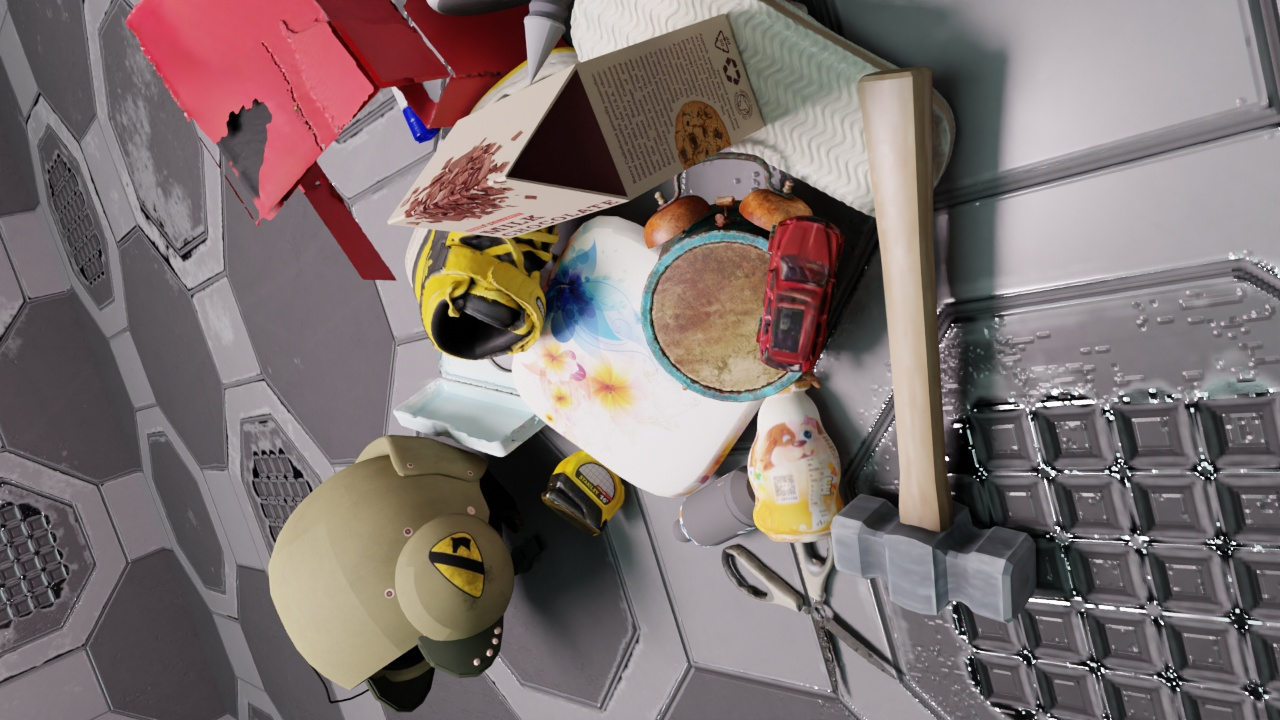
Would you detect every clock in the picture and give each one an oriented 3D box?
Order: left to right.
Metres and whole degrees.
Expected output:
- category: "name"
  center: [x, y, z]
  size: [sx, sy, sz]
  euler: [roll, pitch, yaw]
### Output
- category: "clock"
  center: [0.061, -0.056, 0.589]
  size: [0.121, 0.073, 0.158]
  euler: [-2, 114, 18]

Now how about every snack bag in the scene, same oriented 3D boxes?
- category: "snack bag"
  center: [-0.033, -0.119, 0.498]
  size: [0.095, 0.205, 0.070]
  euler: [-8, 111, 43]

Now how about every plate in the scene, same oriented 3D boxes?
- category: "plate"
  center: [-0.004, 0.004, 0.686]
  size: [0.187, 0.016, 0.187]
  euler: [35, 118, 8]

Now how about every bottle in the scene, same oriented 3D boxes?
- category: "bottle"
  center: [0.062, 0.117, 0.712]
  size: [0.113, 0.046, 0.047]
  euler: [-39, 78, 49]
- category: "bottle"
  center: [0.105, 0.068, 0.630]
  size: [0.063, 0.063, 0.109]
  euler: [-6, 88, 49]

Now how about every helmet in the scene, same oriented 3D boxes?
- category: "helmet"
  center: [-0.211, 0.188, 0.867]
  size: [0.233, 0.254, 0.251]
  euler: [56, 138, 8]

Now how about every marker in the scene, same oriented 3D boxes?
- category: "marker"
  center: [-0.230, -0.273, 0.870]
  size: [0.133, 0.023, 0.027]
  euler: [66, 162, 1]

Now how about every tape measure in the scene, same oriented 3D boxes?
- category: "tape measure"
  center: [-0.048, 0.114, 0.819]
  size: [0.065, 0.064, 0.037]
  euler: [38, 151, -15]

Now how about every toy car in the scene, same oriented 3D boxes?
- category: "toy car"
  center: [0.090, -0.038, 0.527]
  size: [0.042, 0.036, 0.091]
  euler: [9, 108, 8]

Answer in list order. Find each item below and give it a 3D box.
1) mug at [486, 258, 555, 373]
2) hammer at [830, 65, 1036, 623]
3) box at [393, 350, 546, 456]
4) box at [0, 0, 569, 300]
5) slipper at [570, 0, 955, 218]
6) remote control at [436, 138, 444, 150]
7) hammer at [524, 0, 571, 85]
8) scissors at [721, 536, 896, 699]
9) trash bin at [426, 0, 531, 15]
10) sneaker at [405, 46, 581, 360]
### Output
- category: "mug"
  center: [-0.085, -0.046, 0.774]
  size: [0.071, 0.113, 0.084]
  euler: [-5, 147, 29]
- category: "hammer"
  center: [0.159, 0.000, 0.530]
  size: [0.117, 0.051, 0.323]
  euler: [9, 118, 43]
- category: "box"
  center: [-0.164, 0.021, 0.893]
  size: [0.198, 0.078, 0.122]
  euler: [8, 95, 47]
- category: "box"
  center: [-0.243, -0.225, 0.642]
  size: [0.211, 0.377, 0.124]
  euler: [52, 155, 16]
- category: "slipper"
  center: [0.071, -0.173, 0.565]
  size: [0.263, 0.052, 0.115]
  euler: [33, 134, 21]
- category: "remote control"
  center: [-0.148, -0.145, 0.850]
  size: [0.146, 0.008, 0.045]
  euler: [49, 137, 21]
- category: "hammer"
  center: [-0.021, -0.312, 0.501]
  size: [0.156, 0.043, 0.322]
  euler: [16, 93, 43]
- category: "scissors"
  center: [0.122, 0.179, 0.699]
  size: [0.158, 0.012, 0.170]
  euler: [10, 113, 47]
- category: "trash bin"
  center: [-0.101, -0.340, 0.598]
  size: [0.157, 0.156, 0.183]
  euler: [-6, 105, 49]
- category: "sneaker"
  center: [-0.092, -0.099, 0.656]
  size: [0.239, 0.086, 0.122]
  euler: [-51, 41, 31]
